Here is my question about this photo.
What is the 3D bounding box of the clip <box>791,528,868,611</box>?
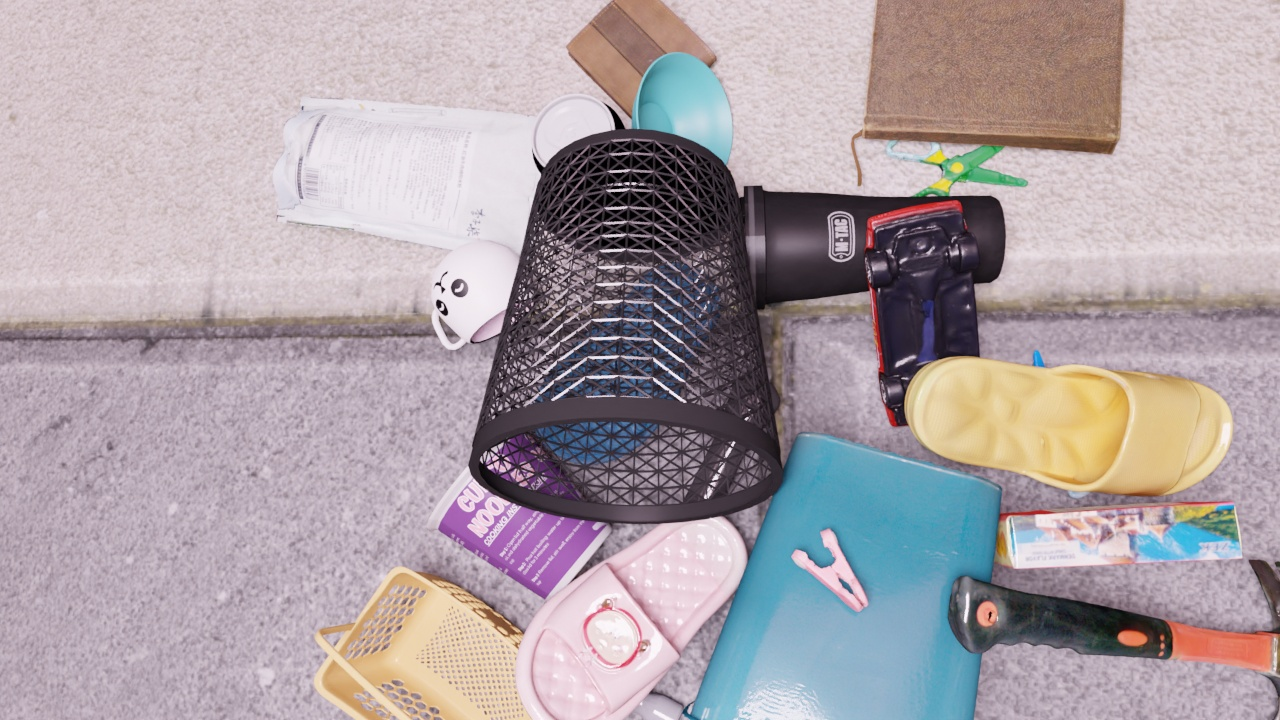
[{"bbox_3d":[0.130,0.136,0.609,0.058,0.023,0.050,21,73,22],"label":"clip"}]

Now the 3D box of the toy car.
[{"bbox_3d":[0.227,-0.033,0.733,0.081,0.056,0.189,-11,117,6],"label":"toy car"}]

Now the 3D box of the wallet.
[{"bbox_3d":[0.000,-0.295,0.882,0.099,0.027,0.121,-43,75,5],"label":"wallet"}]

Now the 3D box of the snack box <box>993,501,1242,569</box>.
[{"bbox_3d":[0.334,0.128,0.678,0.145,0.142,0.040,-6,80,11],"label":"snack box"}]

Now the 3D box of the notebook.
[{"bbox_3d":[0.301,-0.237,0.799,0.215,0.034,0.190,8,77,13],"label":"notebook"}]

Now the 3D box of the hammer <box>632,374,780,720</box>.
[{"bbox_3d":[0.035,0.154,0.795,0.125,0.029,0.310,24,85,14],"label":"hammer"}]

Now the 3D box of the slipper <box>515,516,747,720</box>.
[{"bbox_3d":[-0.005,0.199,0.725,0.221,0.056,0.107,-39,76,-21],"label":"slipper"}]

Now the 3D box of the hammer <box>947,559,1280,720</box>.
[{"bbox_3d":[0.351,0.191,0.636,0.332,0.033,0.133,12,80,-20],"label":"hammer"}]

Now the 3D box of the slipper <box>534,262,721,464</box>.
[{"bbox_3d":[-0.005,0.005,0.815,0.104,0.059,0.213,37,75,11],"label":"slipper"}]

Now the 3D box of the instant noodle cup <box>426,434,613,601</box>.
[{"bbox_3d":[-0.092,0.133,0.793,0.122,0.122,0.136,40,45,6],"label":"instant noodle cup"}]

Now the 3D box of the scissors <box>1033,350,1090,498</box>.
[{"bbox_3d":[0.339,0.054,0.758,0.125,0.013,0.129,-18,81,8],"label":"scissors"}]

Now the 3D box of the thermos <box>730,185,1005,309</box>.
[{"bbox_3d":[0.185,-0.098,0.775,0.219,0.106,0.105,-1,80,6],"label":"thermos"}]

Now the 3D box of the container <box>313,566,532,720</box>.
[{"bbox_3d":[-0.159,0.264,0.744,0.183,0.167,0.129,34,88,15],"label":"container"}]

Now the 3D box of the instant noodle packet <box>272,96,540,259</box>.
[{"bbox_3d":[-0.222,-0.183,0.903,0.269,0.057,0.146,9,84,8],"label":"instant noodle packet"}]

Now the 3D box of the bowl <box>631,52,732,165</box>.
[{"bbox_3d":[0.027,-0.213,0.837,0.046,0.121,0.121,2,78,48],"label":"bowl"}]

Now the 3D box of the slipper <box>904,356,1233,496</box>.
[{"bbox_3d":[0.335,0.053,0.696,0.263,0.078,0.099,9,99,-5],"label":"slipper"}]

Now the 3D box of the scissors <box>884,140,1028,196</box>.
[{"bbox_3d":[0.275,-0.176,0.813,0.130,0.012,0.116,-32,75,5],"label":"scissors"}]

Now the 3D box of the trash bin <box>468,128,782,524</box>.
[{"bbox_3d":[-0.006,-0.026,0.693,0.217,0.217,0.242,-3,63,11],"label":"trash bin"}]

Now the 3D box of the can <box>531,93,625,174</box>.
[{"bbox_3d":[-0.041,-0.169,0.806,0.080,0.146,0.080,-2,80,11],"label":"can"}]

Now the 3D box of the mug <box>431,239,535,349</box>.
[{"bbox_3d":[-0.157,-0.058,0.849,0.124,0.090,0.076,-39,82,35],"label":"mug"}]

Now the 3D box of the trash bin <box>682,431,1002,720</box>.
[{"bbox_3d":[0.161,0.186,0.688,0.199,0.196,0.218,15,77,13],"label":"trash bin"}]
